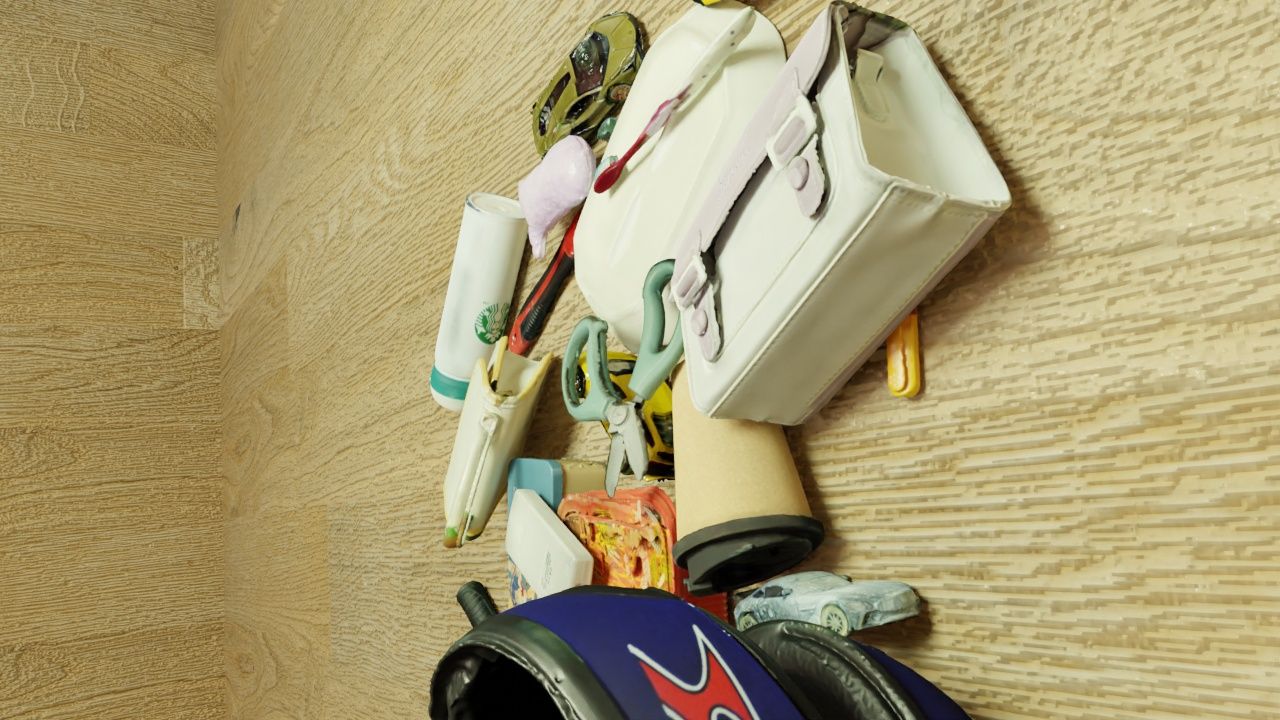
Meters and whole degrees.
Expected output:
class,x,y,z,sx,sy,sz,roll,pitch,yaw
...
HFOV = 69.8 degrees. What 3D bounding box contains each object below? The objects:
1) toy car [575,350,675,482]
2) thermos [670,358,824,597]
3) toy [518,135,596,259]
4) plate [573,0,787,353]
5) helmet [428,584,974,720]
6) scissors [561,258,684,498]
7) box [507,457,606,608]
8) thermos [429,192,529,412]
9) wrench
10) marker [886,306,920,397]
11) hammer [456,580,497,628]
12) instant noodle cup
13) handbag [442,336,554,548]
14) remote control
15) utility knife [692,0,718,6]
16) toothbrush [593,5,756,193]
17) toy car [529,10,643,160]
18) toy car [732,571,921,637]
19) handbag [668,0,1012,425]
class,x,y,z,sx,sy,sz,roll,pitch,yaw
toy car,-0.002,0.034,0.678,0.156,0.071,0.041,53,133,44
thermos,0.058,0.069,0.576,0.093,0.093,0.143,-43,48,48
toy,-0.073,-0.147,0.791,0.108,0.038,0.083,-35,62,44
plate,0.014,-0.131,0.673,0.162,0.034,0.266,53,128,39
helmet,0.064,0.239,0.413,0.248,0.239,0.315,-36,70,46
scissors,0.000,0.003,0.609,0.170,0.019,0.177,-47,35,21
box,-0.071,0.162,0.789,0.090,0.062,0.184,-9,84,56
thermos,-0.165,-0.052,0.932,0.073,0.073,0.225,46,127,47
wrench,-0.070,-0.098,0.833,0.274,0.016,0.056,-58,41,37
marker,0.143,-0.041,0.509,0.018,0.015,0.123,-8,80,50
hammer,-0.111,0.320,0.873,0.300,0.032,0.129,45,125,47
instant noodle cup,0.000,0.185,0.663,0.165,0.079,0.188,-12,79,57
handbag,-0.142,0.080,0.816,0.178,0.063,0.164,-73,3,-63
remote control,-0.072,0.147,0.701,0.135,0.019,0.056,29,111,60
utility knife,0.094,-0.250,0.571,0.174,0.015,0.033,2,48,51
toothbrush,0.018,-0.175,0.629,0.188,0.016,0.017,-40,48,44
toy car,-0.048,-0.232,0.783,0.159,0.042,0.070,-40,57,46
toy car,0.104,0.141,0.530,0.121,0.054,0.036,-24,71,54
handbag,0.090,-0.074,0.510,0.198,0.098,0.144,123,150,-47
